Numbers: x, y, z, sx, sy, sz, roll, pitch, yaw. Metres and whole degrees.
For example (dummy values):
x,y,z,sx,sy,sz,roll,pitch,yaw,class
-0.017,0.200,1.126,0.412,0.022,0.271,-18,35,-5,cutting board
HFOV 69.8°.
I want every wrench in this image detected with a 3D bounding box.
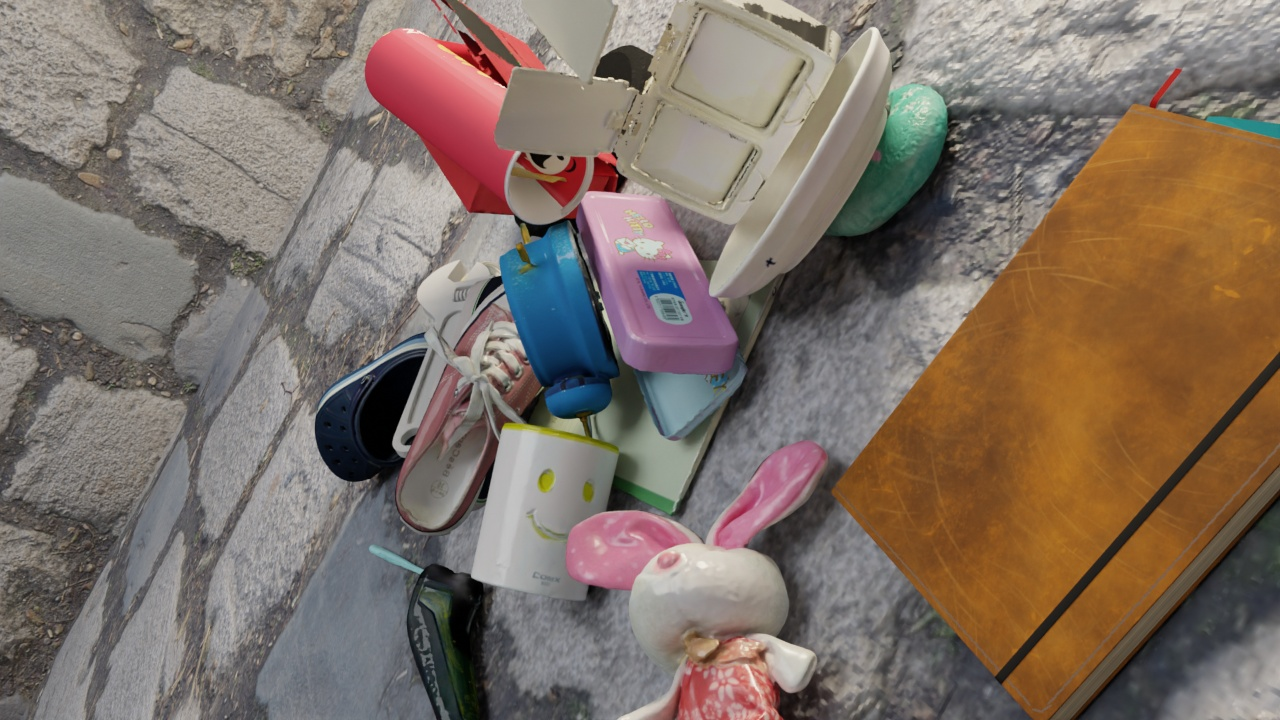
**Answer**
x,y,z,sx,sy,sz,roll,pitch,yaw,class
-0.196,-0.010,0.875,0.087,0.018,0.272,-9,40,15,wrench

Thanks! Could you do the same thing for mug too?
x,y,z,sx,sy,sz,roll,pitch,yaw,class
-0.065,0.103,0.626,0.083,0.082,0.106,-4,71,56,mug

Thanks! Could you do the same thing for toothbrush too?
x,y,z,sx,sy,sz,roll,pitch,yaw,class
-0.230,0.197,0.883,0.181,0.016,0.016,1,76,57,toothbrush

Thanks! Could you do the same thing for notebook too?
x,y,z,sx,sy,sz,roll,pitch,yaw,class
0.199,0.007,0.376,0.249,0.014,0.178,-55,30,12,notebook
-0.004,0.004,0.698,0.253,0.010,0.181,13,77,59,notebook

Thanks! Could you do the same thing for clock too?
x,y,z,sx,sy,sz,roll,pitch,yaw,class
-0.052,-0.019,0.660,0.060,0.161,0.116,-17,15,-1,clock

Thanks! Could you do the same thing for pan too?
x,y,z,sx,sy,sz,roll,pitch,yaw,class
-0.089,-0.168,0.949,0.225,0.034,0.356,19,81,59,pan

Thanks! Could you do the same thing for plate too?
x,y,z,sx,sy,sz,roll,pitch,yaw,class
0.102,-0.110,0.558,0.182,0.034,0.182,-59,5,7,plate

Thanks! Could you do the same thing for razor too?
x,y,z,sx,sy,sz,roll,pitch,yaw,class
-0.141,0.221,0.698,0.067,0.054,0.151,-37,41,8,razor

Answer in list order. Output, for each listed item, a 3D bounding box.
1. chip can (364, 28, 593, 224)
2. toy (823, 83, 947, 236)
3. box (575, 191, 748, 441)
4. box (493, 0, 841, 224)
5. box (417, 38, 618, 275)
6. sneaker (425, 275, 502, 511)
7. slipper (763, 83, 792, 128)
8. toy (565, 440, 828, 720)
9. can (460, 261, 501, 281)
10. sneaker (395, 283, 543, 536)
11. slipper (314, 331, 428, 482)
x,y,z,sx,sy,sz,roll,pitch,yaw,class
-0.126,-0.179,0.678,0.220,0.069,0.069,40,102,37,chip can
0.145,-0.119,0.550,0.105,0.033,0.085,-58,18,7,toy
0.012,-0.045,0.641,0.077,0.096,0.214,-21,38,0,box
0.003,-0.160,0.550,0.144,0.191,0.068,119,172,-48,box
-0.152,-0.140,0.907,0.213,0.152,0.326,56,147,30,box
-0.123,0.017,0.809,0.079,0.084,0.234,-15,52,31,sneaker
0.059,-0.196,0.676,0.094,0.064,0.239,-64,17,-7,slipper
0.035,0.138,0.457,0.159,0.084,0.193,-21,44,18,toy
-0.183,-0.076,1.012,0.080,0.038,0.038,-29,43,43,can
-0.124,0.023,0.727,0.088,0.118,0.240,105,-171,-71,sneaker
-0.271,0.059,0.967,0.254,0.105,0.095,-37,31,33,slipper
